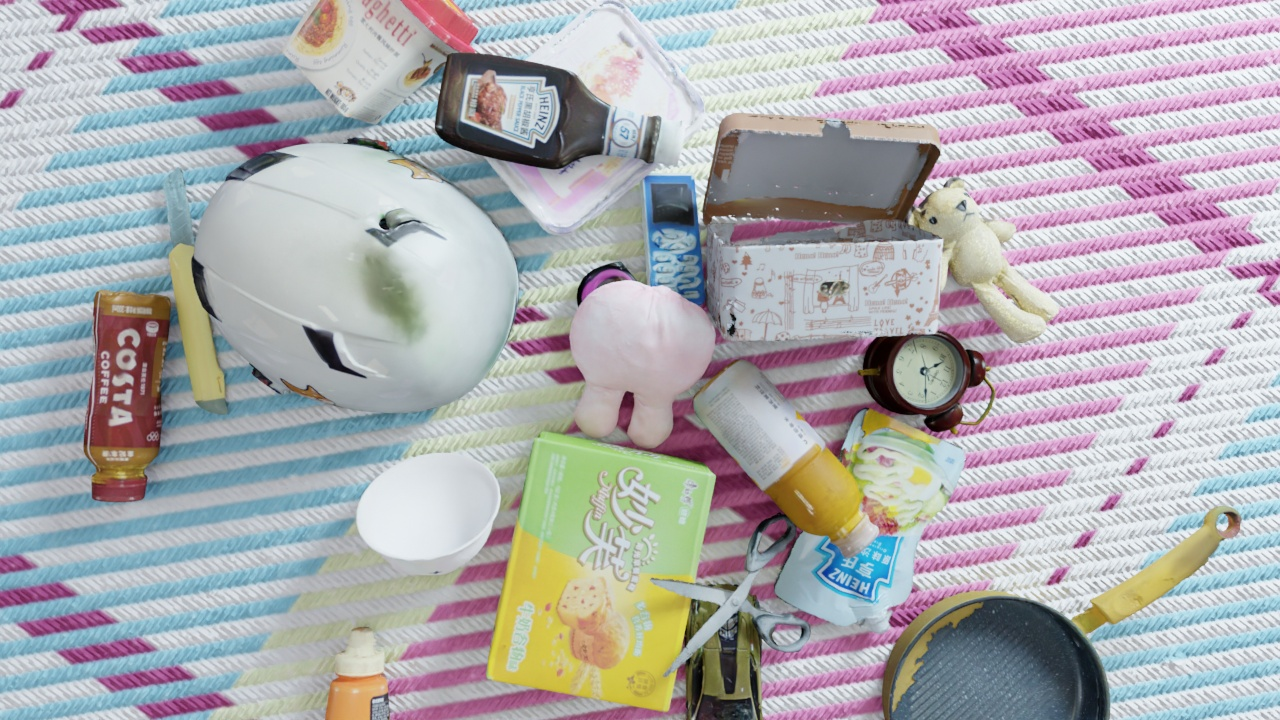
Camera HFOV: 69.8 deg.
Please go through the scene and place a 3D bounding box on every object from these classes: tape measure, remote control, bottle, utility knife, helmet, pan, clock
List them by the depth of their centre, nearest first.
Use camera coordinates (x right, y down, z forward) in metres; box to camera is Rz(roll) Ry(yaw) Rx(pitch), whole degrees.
[{"bbox_3d":[-0.237,-0.069,0.731,0.274,0.157,0.230,25,89,-3],"label":"helmet"},{"bbox_3d":[-0.062,-0.192,0.736,0.195,0.044,0.080,11,91,-4],"label":"bottle"},{"bbox_3d":[-0.433,0.030,0.772,0.057,0.057,0.175,5,91,-3],"label":"bottle"},{"bbox_3d":[0.126,0.085,0.783,0.068,0.068,0.189,-41,83,-2],"label":"bottle"},{"bbox_3d":[-0.243,0.305,0.786,0.067,0.067,0.149,2,83,-3],"label":"bottle"},{"bbox_3d":[-0.388,-0.058,0.793,0.031,0.022,0.216,-9,98,-4],"label":"utility knife"},{"bbox_3d":[0.027,-0.105,0.799,0.049,0.024,0.125,-1,80,-13],"label":"remote control"},{"bbox_3d":[-0.027,-0.055,0.800,0.058,0.039,0.057,-38,92,-2],"label":"tape measure"},{"bbox_3d":[0.373,0.249,0.803,0.357,0.078,0.197,-43,93,-2],"label":"pan"},{"bbox_3d":[0.254,0.015,0.806,0.122,0.055,0.082,29,89,-4],"label":"clock"}]

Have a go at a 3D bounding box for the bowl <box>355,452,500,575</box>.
[{"bbox_3d":[-0.173,0.141,0.776,0.118,0.118,0.065,-6,130,-3],"label":"bowl"}]

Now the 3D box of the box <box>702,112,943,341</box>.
[{"bbox_3d":[0.147,-0.120,0.753,0.182,0.152,0.174,-2,108,-3],"label":"box"}]

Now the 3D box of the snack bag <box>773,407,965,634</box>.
[{"bbox_3d":[0.205,0.146,0.815,0.110,0.039,0.191,23,92,-5],"label":"snack bag"}]

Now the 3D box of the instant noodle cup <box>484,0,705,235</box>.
[{"bbox_3d":[-0.047,-0.202,0.788,0.173,0.060,0.138,-40,92,0],"label":"instant noodle cup"}]

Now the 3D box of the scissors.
[{"bbox_3d":[0.081,0.197,0.769,0.179,0.014,0.159,26,75,-29],"label":"scissors"}]

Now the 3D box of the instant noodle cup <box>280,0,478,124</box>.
[{"bbox_3d":[-0.217,-0.270,0.759,0.124,0.116,0.116,-43,92,11],"label":"instant noodle cup"}]

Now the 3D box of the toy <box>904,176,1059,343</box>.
[{"bbox_3d":[0.301,-0.085,0.802,0.105,0.066,0.157,-37,86,-7],"label":"toy"}]

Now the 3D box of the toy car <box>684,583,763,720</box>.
[{"bbox_3d":[0.074,0.275,0.797,0.070,0.042,0.158,0,78,-3],"label":"toy car"}]

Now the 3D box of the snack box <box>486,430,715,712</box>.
[{"bbox_3d":[-0.034,0.178,0.787,0.157,0.070,0.210,11,90,-3],"label":"snack box"}]

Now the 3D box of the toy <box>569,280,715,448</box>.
[{"bbox_3d":[-0.005,0.005,0.776,0.121,0.054,0.160,13,123,-6],"label":"toy"}]
